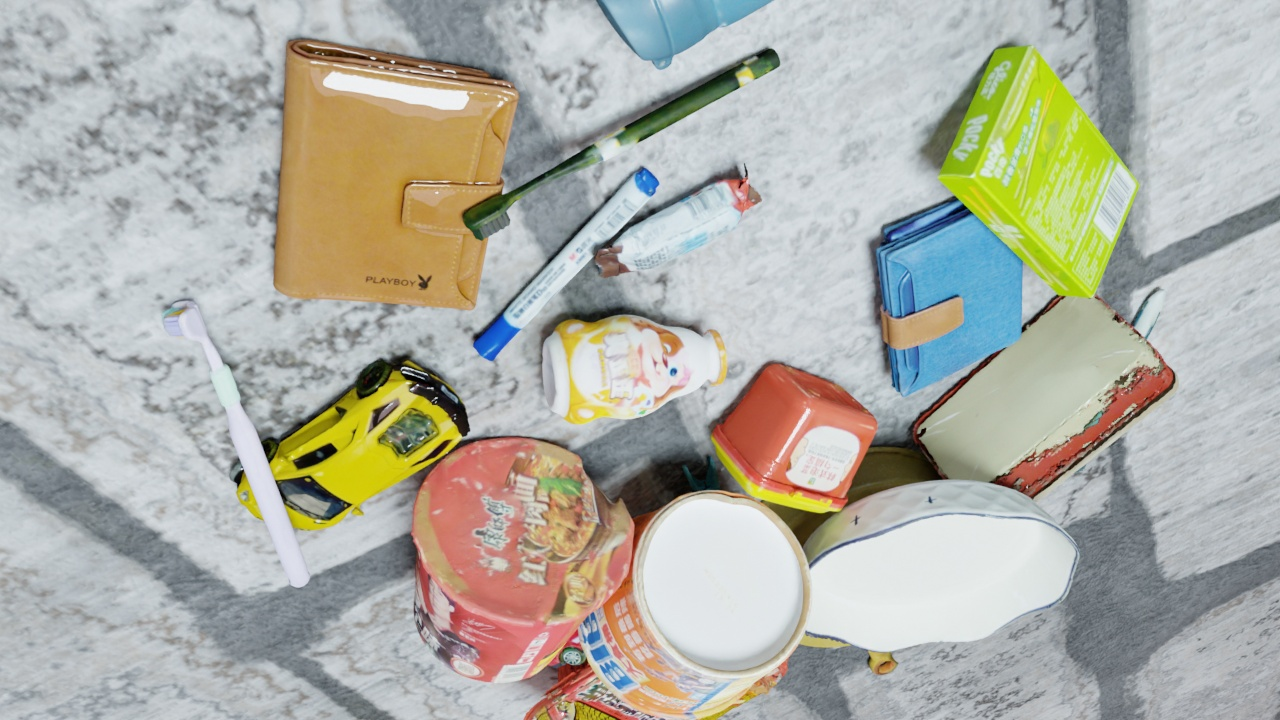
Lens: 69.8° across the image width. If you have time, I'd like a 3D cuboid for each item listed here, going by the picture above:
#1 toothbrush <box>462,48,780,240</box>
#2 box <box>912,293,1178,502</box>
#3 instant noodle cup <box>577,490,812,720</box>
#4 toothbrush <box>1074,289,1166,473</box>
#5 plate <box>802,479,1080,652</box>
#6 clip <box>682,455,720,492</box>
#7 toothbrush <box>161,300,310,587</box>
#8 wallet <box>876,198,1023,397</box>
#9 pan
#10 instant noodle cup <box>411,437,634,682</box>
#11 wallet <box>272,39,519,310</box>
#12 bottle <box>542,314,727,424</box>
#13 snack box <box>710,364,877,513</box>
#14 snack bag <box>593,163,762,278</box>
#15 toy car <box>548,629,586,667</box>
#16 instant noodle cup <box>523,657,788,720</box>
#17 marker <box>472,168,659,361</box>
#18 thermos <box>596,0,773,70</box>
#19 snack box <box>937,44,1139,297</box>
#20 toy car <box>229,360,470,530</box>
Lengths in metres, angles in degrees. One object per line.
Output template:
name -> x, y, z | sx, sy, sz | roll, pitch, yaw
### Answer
toothbrush -> -0.007, -0.112, 0.472 | 0.185, 0.012, 0.017 | -30, 145, -7
box -> 0.289, 0.033, 0.670 | 0.078, 0.091, 0.169 | 27, 115, -39
instant noodle cup -> 0.040, 0.161, 0.624 | 0.151, 0.151, 0.112 | -4, 156, -18
toothbrush -> 0.386, 0.023, 0.747 | 0.016, 0.018, 0.192 | -6, 130, -15
plate -> 0.209, 0.152, 0.675 | 0.205, 0.045, 0.205 | -1, 140, -1
clip -> 0.048, 0.093, 0.685 | 0.041, 0.014, 0.056 | -21, 131, -2
toothbrush -> -0.221, 0.055, 0.514 | 0.021, 0.029, 0.189 | -24, 121, -23
wallet -> 0.208, -0.045, 0.613 | 0.106, 0.040, 0.133 | -25, 131, -5
pan -> 0.201, 0.207, 0.817 | 0.198, 0.078, 0.358 | -22, 126, 3
instant noodle cup -> -0.087, 0.136, 0.595 | 0.137, 0.137, 0.109 | 3, 136, -23
wallet -> -0.124, -0.086, 0.459 | 0.107, 0.031, 0.132 | 4, 129, -22
bottle -> -0.003, 0.003, 0.556 | 0.108, 0.063, 0.063 | -6, 130, -16
snack box -> 0.109, 0.053, 0.631 | 0.091, 0.082, 0.080 | 18, 110, -33
snack bag -> 0.022, -0.075, 0.522 | 0.105, 0.026, 0.045 | -27, 168, 1
toy car -> -0.032, 0.191, 0.710 | 0.121, 0.052, 0.045 | -33, 109, 14
instant noodle cup -> 0.012, 0.256, 0.763 | 0.189, 0.079, 0.164 | -35, 133, 12
marker -> -0.044, -0.053, 0.525 | 0.146, 0.017, 0.017 | -44, 130, 17
thermos -> 0.079, -0.209, 0.406 | 0.220, 0.070, 0.070 | -29, 132, 4
snack box -> 0.245, -0.109, 0.554 | 0.156, 0.026, 0.085 | 28, 84, -36
toy car -> -0.174, 0.058, 0.554 | 0.156, 0.041, 0.071 | -31, 131, 10
